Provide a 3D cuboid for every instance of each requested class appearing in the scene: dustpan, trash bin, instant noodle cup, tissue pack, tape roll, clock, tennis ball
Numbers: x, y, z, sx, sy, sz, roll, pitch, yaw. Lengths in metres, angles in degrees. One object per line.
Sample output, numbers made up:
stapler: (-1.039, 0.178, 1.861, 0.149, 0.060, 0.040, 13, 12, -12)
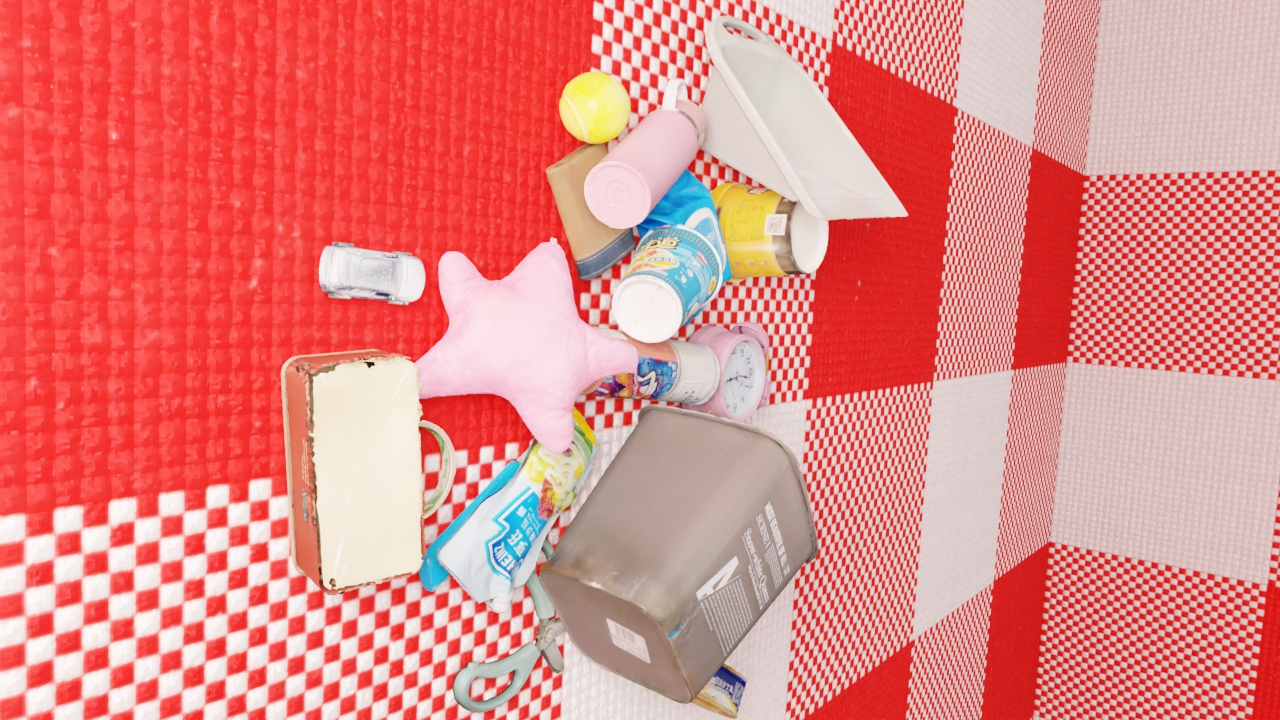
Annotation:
dustpan: (0.175, -0.276, 1.025, 0.222, 0.258, 0.143, -13, 129, -51)
trash bin: (0.037, 0.192, 0.912, 0.219, 0.199, 0.199, -48, 133, -36)
instant noodle cup: (0.021, -0.071, 0.910, 0.109, 0.099, 0.099, -55, 137, -56)
instant noodle cup: (0.147, -0.149, 1.070, 0.118, 0.115, 0.118, -10, 103, -50)
tissue pack: (0.050, -0.125, 0.999, 0.094, 0.052, 0.157, -48, 130, -37)
tape roll: (-0.189, 0.091, 0.755, 0.085, 0.014, 0.086, -11, 104, -51)
clock: (0.110, 0.014, 1.092, 0.158, 0.060, 0.117, -23, 114, -51)
tennis ball: (-0.042, -0.234, 0.852, 0.065, 0.066, 0.065, -11, 104, -51)

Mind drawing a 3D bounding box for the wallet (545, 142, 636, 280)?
wallet: (-0.048, -0.146, 0.888, 0.090, 0.033, 0.115, -44, 127, -43)

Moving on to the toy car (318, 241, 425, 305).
toy car: (-0.202, -0.066, 0.700, 0.090, 0.034, 0.043, 4, 89, -54)

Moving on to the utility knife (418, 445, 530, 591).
utility knife: (-0.138, 0.131, 0.826, 0.178, 0.018, 0.034, -49, 135, -39)

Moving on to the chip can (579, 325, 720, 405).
chip can: (-0.006, 0.005, 0.933, 0.214, 0.071, 0.071, 8, 89, -52)

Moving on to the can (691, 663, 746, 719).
can: (0.075, 0.383, 1.093, 0.148, 0.075, 0.049, 46, 57, -45)

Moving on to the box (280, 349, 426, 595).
box: (-0.203, 0.079, 0.670, 0.091, 0.077, 0.168, -7, 102, -38)

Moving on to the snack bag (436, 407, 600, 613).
snack bag: (-0.103, 0.132, 0.831, 0.190, 0.039, 0.110, -58, 149, -31)

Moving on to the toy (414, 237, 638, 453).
toy: (-0.091, -0.021, 0.788, 0.194, 0.075, 0.178, 22, 77, -19)

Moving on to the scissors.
scissors: (-0.119, 0.259, 0.870, 0.178, 0.019, 0.170, -42, 128, -42)

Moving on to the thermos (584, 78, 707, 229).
thermos: (0.012, -0.207, 0.891, 0.198, 0.067, 0.087, -57, 153, -49)
